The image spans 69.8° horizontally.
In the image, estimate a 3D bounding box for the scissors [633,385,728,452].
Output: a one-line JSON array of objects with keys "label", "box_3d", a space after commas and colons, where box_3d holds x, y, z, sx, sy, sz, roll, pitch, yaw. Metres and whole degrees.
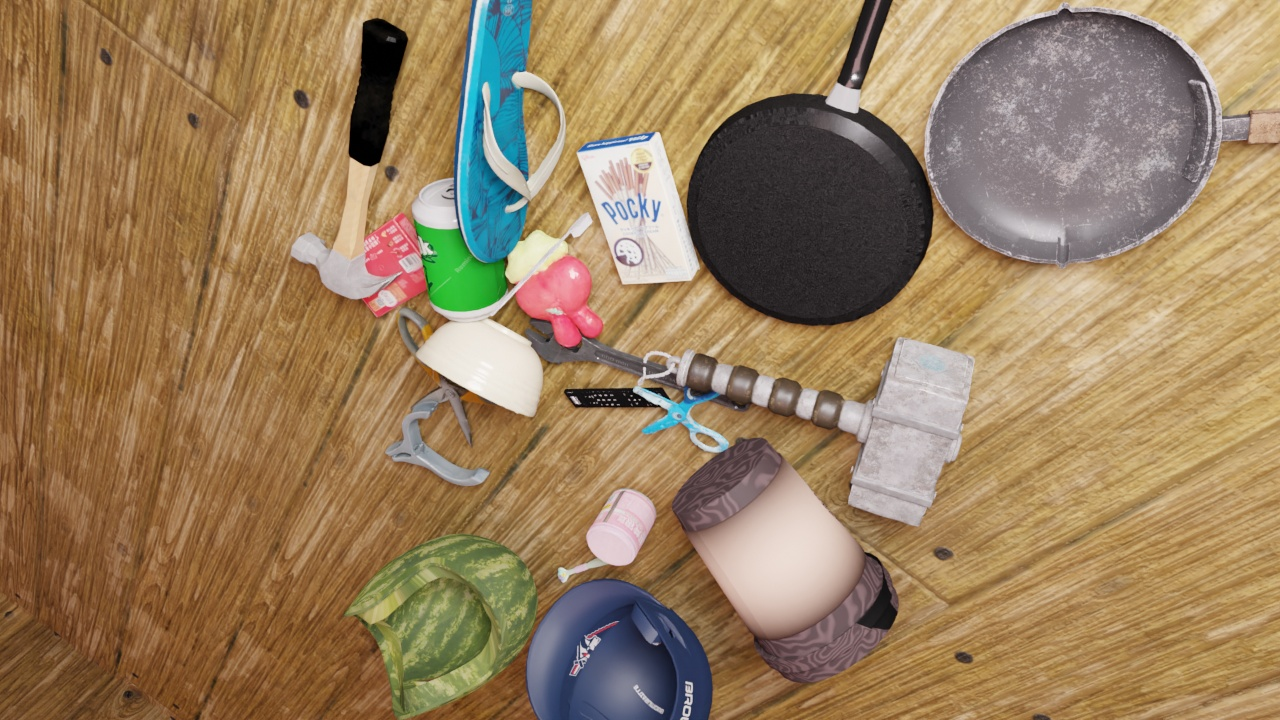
[{"label": "scissors", "box_3d": [0.054, 0.058, 1.025, 0.134, 0.011, 0.140, 31, 136, -12]}]

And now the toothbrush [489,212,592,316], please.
[{"label": "toothbrush", "box_3d": [-0.093, -0.093, 0.891, 0.010, 0.181, 0.010, -8, 124, 38]}]

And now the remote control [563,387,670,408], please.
[{"label": "remote control", "box_3d": [-0.027, 0.044, 1.068, 0.140, 0.009, 0.030, -2, 137, 35]}]

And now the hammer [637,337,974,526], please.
[{"label": "hammer", "box_3d": [0.154, 0.039, 0.922, 0.326, 0.079, 0.177, 17, 131, 14]}]

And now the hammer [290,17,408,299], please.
[{"label": "hammer", "box_3d": [-0.303, -0.207, 0.998, 0.131, 0.039, 0.329, 32, 128, 10]}]

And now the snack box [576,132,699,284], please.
[{"label": "snack box", "box_3d": [0.000, -0.147, 0.906, 0.082, 0.026, 0.150, -2, 124, 30]}]

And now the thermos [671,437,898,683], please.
[{"label": "thermos", "box_3d": [0.152, 0.212, 1.010, 0.173, 0.172, 0.226, -29, 102, 40]}]

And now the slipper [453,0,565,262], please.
[{"label": "slipper", "box_3d": [-0.122, -0.213, 0.862, 0.060, 0.117, 0.296, 24, 128, 20]}]

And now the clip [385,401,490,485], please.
[{"label": "clip", "box_3d": [-0.273, 0.121, 1.252, 0.165, 0.032, 0.165, 29, 137, 7]}]

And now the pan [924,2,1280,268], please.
[{"label": "pan", "box_3d": [0.394, -0.168, 0.669, 0.358, 0.040, 0.208, 2, 125, 26]}]

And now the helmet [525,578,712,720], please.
[{"label": "helmet", "box_3d": [-0.030, 0.426, 1.241, 0.272, 0.232, 0.223, 34, 174, 26]}]

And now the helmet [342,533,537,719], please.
[{"label": "helmet", "box_3d": [-0.267, 0.356, 1.293, 0.213, 0.247, 0.243, 63, 170, -1]}]

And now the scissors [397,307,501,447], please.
[{"label": "scissors", "box_3d": [-0.241, 0.022, 1.173, 0.226, 0.016, 0.230, -15, 117, 38]}]

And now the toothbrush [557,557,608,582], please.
[{"label": "toothbrush", "box_3d": [-0.065, 0.283, 1.279, 0.155, 0.015, 0.022, -29, 76, 41]}]

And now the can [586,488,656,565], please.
[{"label": "can", "box_3d": [-0.024, 0.210, 1.158, 0.067, 0.076, 0.067, 15, 130, 18]}]

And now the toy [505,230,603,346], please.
[{"label": "toy", "box_3d": [-0.092, -0.077, 0.993, 0.092, 0.045, 0.135, -28, 104, 28]}]

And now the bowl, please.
[{"label": "bowl", "box_3d": [-0.170, -0.003, 1.044, 0.151, 0.150, 0.075, 29, 90, 5]}]

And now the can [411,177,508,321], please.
[{"label": "can", "box_3d": [-0.193, -0.118, 0.989, 0.088, 0.087, 0.140, 13, 130, 19]}]

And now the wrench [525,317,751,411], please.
[{"label": "wrench", "box_3d": [-0.006, 0.006, 1.033, 0.273, 0.018, 0.073, 19, 135, 13]}]

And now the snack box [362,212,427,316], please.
[{"label": "snack box", "box_3d": [-0.300, -0.112, 1.097, 0.133, 0.021, 0.089, -22, 112, 38]}]

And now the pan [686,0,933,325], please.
[{"label": "pan", "box_3d": [0.158, -0.177, 0.793, 0.225, 0.034, 0.357, 23, 133, 11]}]
